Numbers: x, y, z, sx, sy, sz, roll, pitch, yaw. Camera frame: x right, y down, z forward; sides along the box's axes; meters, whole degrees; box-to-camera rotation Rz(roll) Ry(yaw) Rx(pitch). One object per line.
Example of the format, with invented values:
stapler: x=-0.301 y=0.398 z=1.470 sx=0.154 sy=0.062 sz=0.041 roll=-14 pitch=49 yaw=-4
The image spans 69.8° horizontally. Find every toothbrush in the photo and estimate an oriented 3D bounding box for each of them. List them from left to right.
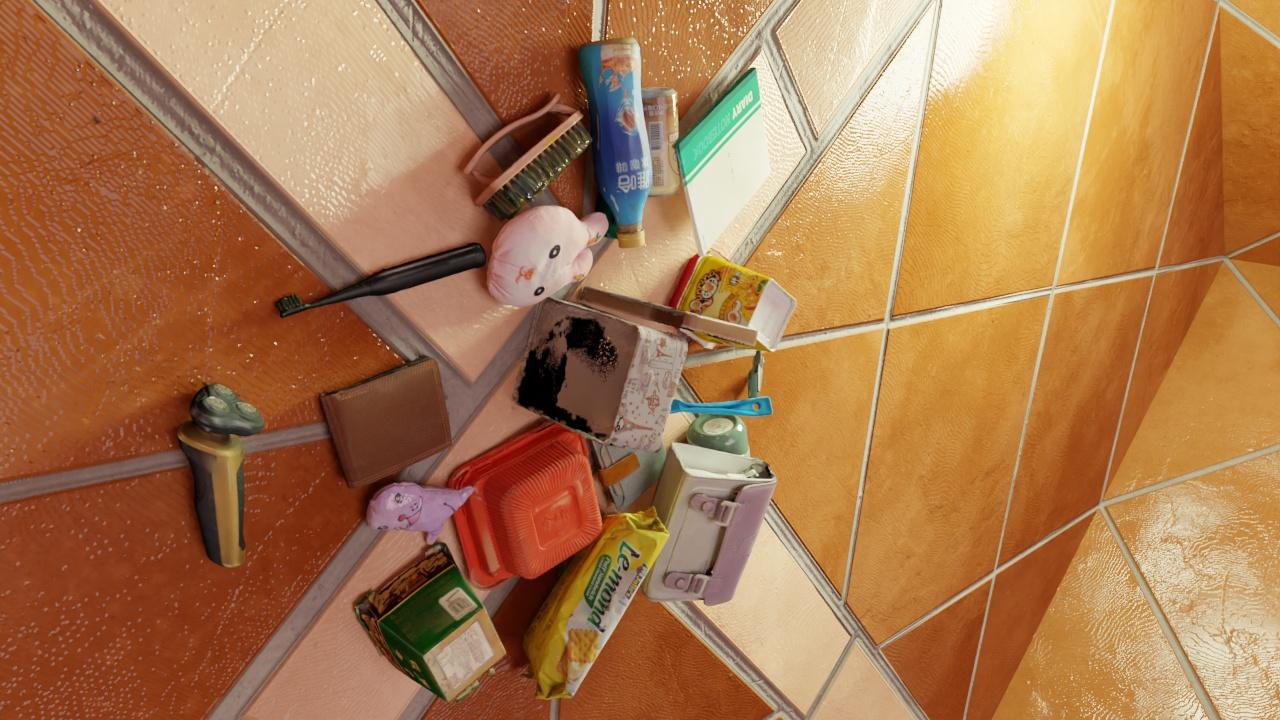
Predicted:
toothbrush: x=-0.241 y=-0.076 z=0.869 sx=0.212 sy=0.026 sz=0.027 roll=-23 pitch=85 yaw=-38

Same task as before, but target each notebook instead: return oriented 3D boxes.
notebook: x=0.106 y=-0.247 z=1.129 sx=0.208 sy=0.012 sz=0.150 roll=-52 pitch=140 yaw=-38

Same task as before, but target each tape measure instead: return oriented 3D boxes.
tape measure: x=-0.028 y=-0.167 z=1.053 sx=0.054 sy=0.025 sz=0.058 roll=2 pitch=103 yaw=-45

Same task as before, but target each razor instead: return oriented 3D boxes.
razor: x=-0.359 y=0.104 z=0.793 sx=0.067 sy=0.062 sz=0.168 roll=0 pitch=112 yaw=-15

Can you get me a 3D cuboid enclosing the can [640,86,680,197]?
can: x=0.015 y=-0.248 z=1.042 sx=0.058 sy=0.058 sz=0.116 roll=-24 pitch=121 yaw=-39

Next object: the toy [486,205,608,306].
toy: x=-0.095 y=-0.114 z=0.972 sx=0.159 sy=0.054 sz=0.122 roll=-21 pitch=145 yaw=-47

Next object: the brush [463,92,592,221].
brush: x=-0.110 y=-0.211 z=0.930 sx=0.073 sy=0.063 sz=0.145 roll=47 pitch=65 yaw=-12

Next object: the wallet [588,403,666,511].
wallet: x=-0.013 y=0.118 z=1.166 sx=0.106 sy=0.037 sz=0.130 roll=-40 pitch=129 yaw=-30

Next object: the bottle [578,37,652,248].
bottle: x=-0.023 y=-0.231 z=0.990 sx=0.065 sy=0.065 sz=0.219 roll=-22 pitch=113 yaw=-40

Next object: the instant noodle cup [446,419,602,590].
instant noodle cup: x=-0.118 y=0.167 z=1.045 sx=0.188 sy=0.079 sz=0.165 roll=-28 pitch=119 yaw=-31

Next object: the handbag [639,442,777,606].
handbag: x=0.086 y=0.220 z=1.205 sx=0.144 sy=0.098 sz=0.197 roll=7 pitch=114 yaw=-22

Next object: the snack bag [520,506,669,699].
snack bag: x=-0.064 y=0.284 z=1.102 sx=0.068 sy=0.158 sz=0.246 roll=34 pitch=74 yaw=-5

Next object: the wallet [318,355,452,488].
wallet: x=-0.248 y=0.058 z=0.907 sx=0.124 sy=0.032 sz=0.101 roll=-24 pitch=118 yaw=-39

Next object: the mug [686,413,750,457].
mug: x=0.096 y=0.135 z=1.258 sx=0.111 sy=0.082 sz=0.106 roll=-17 pitch=120 yaw=-14

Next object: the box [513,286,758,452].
box: x=-0.008 y=0.010 z=1.027 sx=0.197 sy=0.181 sz=0.157 roll=10 pitch=95 yaw=-47

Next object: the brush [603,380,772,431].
brush: x=0.056 y=0.058 z=1.147 sx=0.254 sy=0.046 sz=0.083 roll=2 pitch=69 yaw=-27

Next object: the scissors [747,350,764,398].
scissors: x=0.161 y=-0.022 z=1.261 sx=0.170 sy=0.019 sz=0.181 roll=69 pitch=26 yaw=-77

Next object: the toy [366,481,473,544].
toy: x=-0.236 y=0.155 z=0.949 sx=0.108 sy=0.039 sz=0.084 roll=17 pitch=113 yaw=-49

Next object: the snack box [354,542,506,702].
snack box: x=-0.210 y=0.282 z=0.966 sx=0.118 sy=0.106 sz=0.118 roll=-37 pitch=130 yaw=-28

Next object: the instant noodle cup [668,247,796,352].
instant noodle cup: x=0.120 y=-0.069 z=1.169 sx=0.116 sy=0.124 sz=0.116 roll=32 pitch=81 yaw=-47
